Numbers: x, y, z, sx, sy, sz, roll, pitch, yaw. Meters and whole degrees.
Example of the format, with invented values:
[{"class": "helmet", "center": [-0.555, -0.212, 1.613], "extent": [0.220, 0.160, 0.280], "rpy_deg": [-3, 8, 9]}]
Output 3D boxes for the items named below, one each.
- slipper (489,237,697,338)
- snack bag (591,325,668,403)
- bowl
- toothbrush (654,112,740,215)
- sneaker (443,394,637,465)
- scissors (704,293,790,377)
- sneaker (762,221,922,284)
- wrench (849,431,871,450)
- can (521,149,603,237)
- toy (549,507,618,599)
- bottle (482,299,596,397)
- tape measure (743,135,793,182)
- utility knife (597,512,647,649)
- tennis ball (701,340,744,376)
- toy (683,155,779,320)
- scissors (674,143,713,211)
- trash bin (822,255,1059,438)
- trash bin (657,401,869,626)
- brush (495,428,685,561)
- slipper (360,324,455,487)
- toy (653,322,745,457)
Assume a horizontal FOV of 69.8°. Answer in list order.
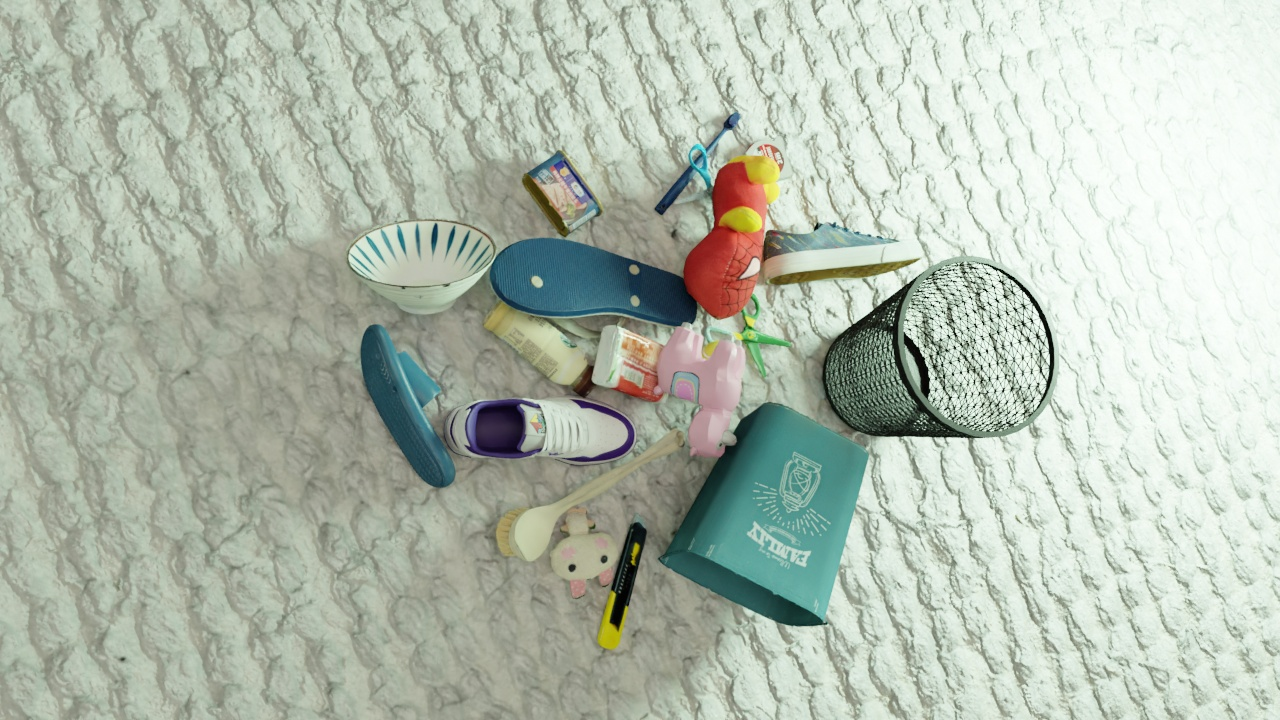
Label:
[{"class": "slipper", "center": [-0.061, -0.089, 1.188], "extent": [0.294, 0.060, 0.118], "rpy_deg": [8, 65, -27]}, {"class": "snack bag", "center": [-0.007, 0.007, 1.180], "extent": [0.115, 0.036, 0.077], "rpy_deg": [21, 76, -42]}, {"class": "bowl", "center": [-0.264, -0.104, 1.119], "extent": [0.177, 0.177, 0.071], "rpy_deg": [-8, 126, -15]}, {"class": "toothbrush", "center": [0.081, -0.275, 1.272], "extent": [0.016, 0.017, 0.189], "rpy_deg": [40, 76, -7]}, {"class": "sneaker", "center": [-0.116, 0.083, 1.129], "extent": [0.244, 0.111, 0.091], "rpy_deg": [1, 83, -14]}, {"class": "scissors", "center": [0.144, -0.034, 1.262], "extent": [0.127, 0.011, 0.125], "rpy_deg": [-18, 87, -14]}, {"class": "sneaker", "center": [0.280, -0.158, 1.278], "extent": [0.235, 0.087, 0.079], "rpy_deg": [-6, 79, -12]}, {"class": "wrench", "center": [0.239, 0.209, 1.258], "extent": [0.047, 0.009, 0.273], "rpy_deg": [38, 76, -7]}, {"class": "can", "center": [-0.102, -0.216, 1.199], "extent": [0.059, 0.054, 0.100], "rpy_deg": [-38, 93, -15]}, {"class": "toy", "center": [-0.071, 0.243, 1.157], "extent": [0.087, 0.050, 0.112], "rpy_deg": [-9, 91, -16]}, {"class": "bottle", "center": [-0.122, -0.017, 1.168], "extent": [0.162, 0.057, 0.056], "rpy_deg": [39, 76, -7]}, {"class": "tape measure", "center": [0.179, -0.280, 1.296], "extent": [0.062, 0.020, 0.060], "rpy_deg": [-18, 88, -15]}, {"class": "utility knife", "center": [-0.021, 0.282, 1.178], "extent": [0.028, 0.020, 0.174], "rpy_deg": [19, 78, -19]}, {"class": "tennis ball", "center": [0.106, 0.006, 1.219], "extent": [0.065, 0.065, 0.065], "rpy_deg": [2, 83, -14]}, {"class": "toy", "center": [0.122, -0.159, 1.212], "extent": [0.099, 0.147, 0.216], "rpy_deg": [16, 83, 18]}, {"class": "scissors", "center": [0.104, -0.237, 1.266], "extent": [0.133, 0.014, 0.127], "rpy_deg": [-10, 96, -22]}, {"class": "trash bin", "center": [0.365, 0.004, 1.187], "extent": [0.216, 0.244, 0.216], "rpy_deg": [3, 79, -15]}, {"class": "trash bin", "center": [0.163, 0.191, 1.151], "extent": [0.196, 0.199, 0.218], "rpy_deg": [28, 71, -3]}, {"class": "brush", "center": [-0.059, 0.162, 1.150], "extent": [0.272, 0.077, 0.062], "rpy_deg": [-31, 126, -13]}, {"class": "slipper", "center": [-0.277, 0.054, 1.106], "extent": [0.059, 0.104, 0.214], "rpy_deg": [-30, 99, -37]}, {"class": "toy", "center": [0.075, 0.039, 1.153], "extent": [0.123, 0.067, 0.157], "rpy_deg": [16, 89, 22]}]
